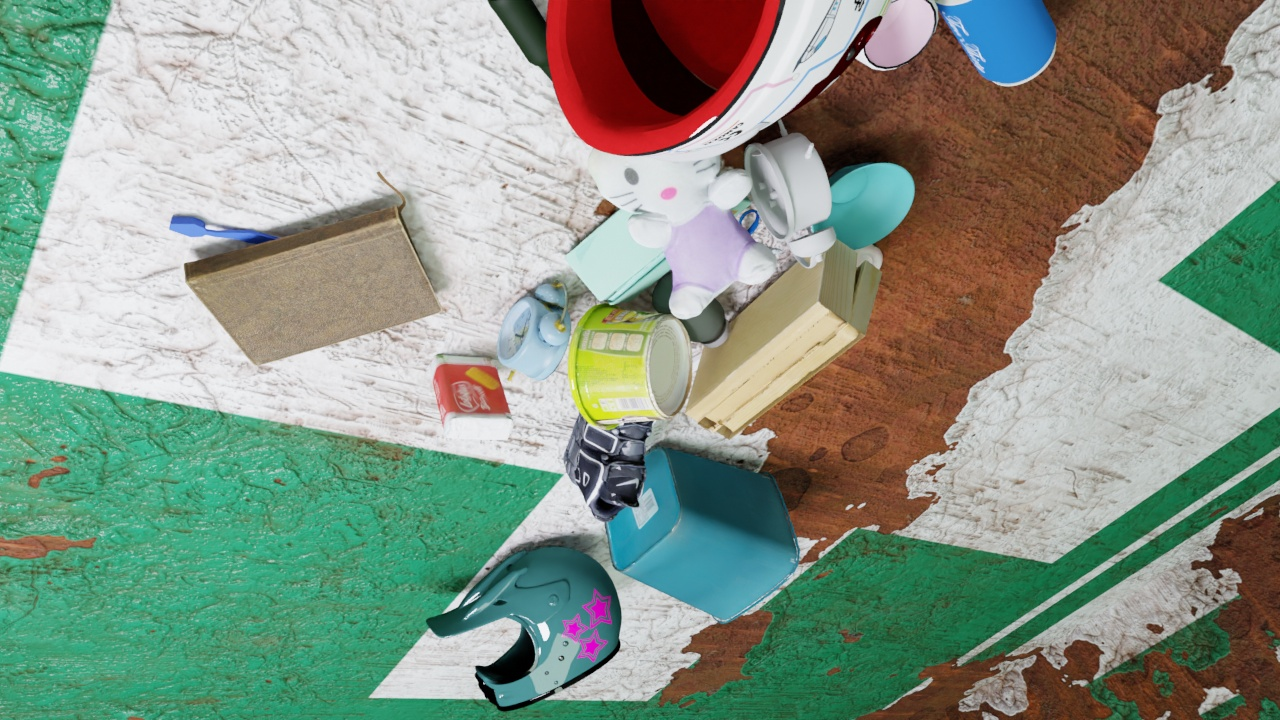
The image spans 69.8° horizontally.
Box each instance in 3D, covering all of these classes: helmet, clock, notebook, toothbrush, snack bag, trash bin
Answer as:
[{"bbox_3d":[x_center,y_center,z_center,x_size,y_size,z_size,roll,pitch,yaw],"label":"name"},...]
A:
[{"bbox_3d":[-0.169,0.393,1.402,0.274,0.200,0.176,-26,-174,-14],"label":"helmet"},{"bbox_3d":[0.156,-0.166,0.967,0.061,0.119,0.159,-22,130,-6],"label":"clock"},{"bbox_3d":[-0.322,-0.085,0.910,0.215,0.034,0.190,-16,145,-5],"label":"notebook"},{"bbox_3d":[-0.113,-0.034,1.024,0.051,0.088,0.125,22,127,-32],"label":"clock"},{"bbox_3d":[-0.355,-0.116,0.894,0.186,0.011,0.017,8,133,-33],"label":"toothbrush"},{"bbox_3d":[-0.195,0.042,1.056,0.077,0.115,0.036,4,129,-27],"label":"snack bag"},{"bbox_3d":[0.079,-0.307,0.683,0.235,0.231,0.315,-30,152,-49],"label":"helmet"},{"bbox_3d":[0.079,0.247,1.355,0.218,0.199,0.197,26,122,-33],"label":"trash bin"}]

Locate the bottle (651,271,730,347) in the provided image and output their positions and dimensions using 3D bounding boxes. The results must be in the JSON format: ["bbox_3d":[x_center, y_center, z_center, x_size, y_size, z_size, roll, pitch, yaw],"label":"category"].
[{"bbox_3d":[0.063,-0.058,1.091,0.060,0.060,0.108,-34,138,16],"label":"bottle"}]

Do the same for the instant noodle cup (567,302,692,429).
[{"bbox_3d":[-0.006,0.006,1.043,0.098,0.146,0.146,0,149,28],"label":"instant noodle cup"}]

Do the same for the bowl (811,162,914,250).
[{"bbox_3d":[0.241,-0.184,1.032,0.121,0.046,0.121,-12,140,-10],"label":"bowl"}]

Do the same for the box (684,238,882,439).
[{"bbox_3d":[0.165,-0.018,1.074,0.092,0.127,0.250,29,135,-15],"label":"box"}]

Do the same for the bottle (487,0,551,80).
[{"bbox_3d":[-0.089,-0.276,0.802,0.033,0.033,0.123,-28,140,10],"label":"bottle"}]

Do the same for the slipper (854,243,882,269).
[{"bbox_3d":[0.219,-0.064,1.153,0.106,0.055,0.222,13,129,-31],"label":"slipper"}]

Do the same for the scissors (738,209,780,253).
[{"bbox_3d":[0.117,-0.130,1.058,0.127,0.014,0.127,-3,141,-31],"label":"scissors"}]

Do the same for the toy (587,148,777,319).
[{"bbox_3d":[0.045,-0.157,0.905,0.138,0.085,0.209,-27,103,18],"label":"toy"}]

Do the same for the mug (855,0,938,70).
[{"bbox_3d":[0.222,-0.332,0.834,0.090,0.076,0.124,-12,140,-10],"label":"mug"}]

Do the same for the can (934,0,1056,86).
[{"bbox_3d":[0.338,-0.334,0.877,0.079,0.078,0.146,-39,137,21],"label":"can"}]

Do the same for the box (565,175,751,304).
[{"bbox_3d":[0.020,-0.142,1.003,0.188,0.078,0.112,-38,166,22],"label":"box"}]

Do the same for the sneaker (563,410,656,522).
[{"bbox_3d":[-0.023,0.113,1.179,0.097,0.150,0.253,4,133,-26],"label":"sneaker"}]

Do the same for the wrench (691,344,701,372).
[{"bbox_3d":[0.015,0.076,1.262,0.047,0.009,0.274,7,133,-29],"label":"wrench"}]
